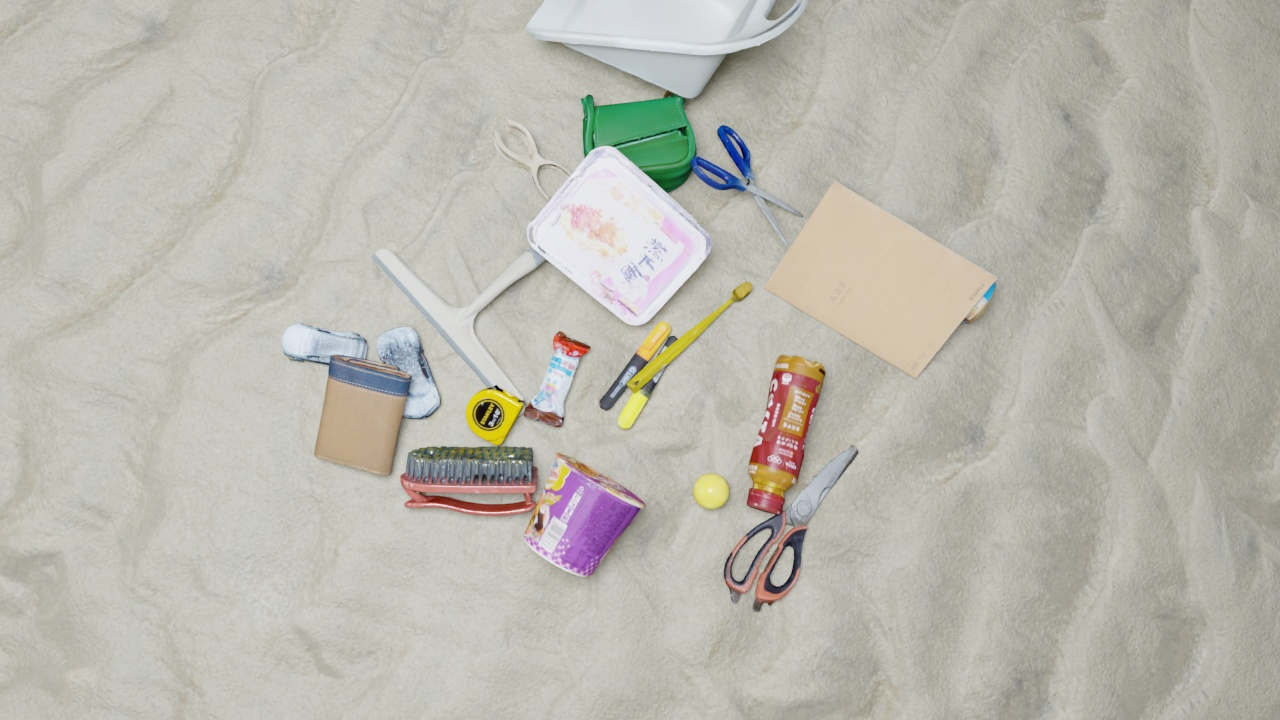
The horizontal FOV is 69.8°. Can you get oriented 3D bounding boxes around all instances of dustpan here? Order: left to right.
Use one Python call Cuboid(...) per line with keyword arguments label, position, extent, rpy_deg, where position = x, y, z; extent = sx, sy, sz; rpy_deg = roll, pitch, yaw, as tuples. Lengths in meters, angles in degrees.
Cuboid(label="dustpan", position=(0.045, -0.416, 1.020), extent=(0.257, 0.143, 0.222), rpy_deg=(28, 60, -7))

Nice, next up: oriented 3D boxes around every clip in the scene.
Cuboid(label="clip", position=(-0.126, -0.232, 1.055), extent=(0.100, 0.035, 0.076), rpy_deg=(46, 79, -3))

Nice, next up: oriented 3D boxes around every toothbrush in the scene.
Cuboid(label="toothbrush", position=(0.059, -0.029, 1.045), extent=(0.189, 0.017, 0.015), rpy_deg=(-41, 89, -15))

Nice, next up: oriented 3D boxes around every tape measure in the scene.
Cuboid(label="tape measure", position=(-0.162, 0.058, 1.011), extent=(0.057, 0.029, 0.060), rpy_deg=(30, 99, -1))

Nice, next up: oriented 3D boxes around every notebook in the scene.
Cuboid(label="notebook", position=(0.270, -0.088, 1.046), extent=(0.211, 0.012, 0.150), rpy_deg=(31, 117, -1))

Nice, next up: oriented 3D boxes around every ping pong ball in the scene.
Cuboid(label="ping pong ball", position=(0.079, 0.146, 1.020), extent=(0.040, 0.040, 0.040), rpy_deg=(1, 82, -6))

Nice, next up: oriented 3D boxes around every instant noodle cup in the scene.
Cuboid(label="instant noodle cup", position=(-0.065, 0.167, 0.975), extent=(0.111, 0.111, 0.099), rpy_deg=(29, 90, -1))
Cuboid(label="instant noodle cup", position=(-0.024, -0.139, 1.007), extent=(0.173, 0.060, 0.138), rpy_deg=(38, 102, -23))

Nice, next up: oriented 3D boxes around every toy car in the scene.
Cuboid(label="toy car", position=(-0.346, -0.016, 1.002), extent=(0.090, 0.034, 0.043), rpy_deg=(11, 85, -3))
Cuboid(label="toy car", position=(-0.255, 0.014, 1.008), extent=(0.049, 0.031, 0.105), rpy_deg=(-21, 87, -6))

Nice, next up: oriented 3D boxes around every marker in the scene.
Cuboid(label="marker", position=(-0.006, 0.006, 1.044), extent=(0.018, 0.015, 0.123), rpy_deg=(37, 83, 6))
Cuboid(label="marker", position=(0.010, 0.024, 1.044), extent=(0.018, 0.015, 0.124), rpy_deg=(32, 77, -2))

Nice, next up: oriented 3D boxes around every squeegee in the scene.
Cuboid(label="squeegee", position=(-0.129, -0.106, 1.034), extent=(0.246, 0.039, 0.246), rpy_deg=(-41, 88, -10))

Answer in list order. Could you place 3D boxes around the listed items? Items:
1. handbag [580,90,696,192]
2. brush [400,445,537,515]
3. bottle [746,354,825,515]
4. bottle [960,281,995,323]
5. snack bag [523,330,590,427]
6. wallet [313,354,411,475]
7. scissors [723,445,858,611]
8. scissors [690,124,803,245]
Cuboid(label="handbag", position=(-0.002, -0.254, 1.058), extent=(0.131, 0.068, 0.120), rpy_deg=(-7, 75, -6))
Cuboid(label="brush", position=(-0.184, 0.131, 0.986), extent=(0.146, 0.063, 0.069), rpy_deg=(1, 103, -5))
Cuboid(label="bottle", position=(0.160, 0.084, 1.029), extent=(0.057, 0.057, 0.174), rpy_deg=(17, 81, -4))
Cuboid(label="bottle", position=(0.303, -0.119, 1.068), extent=(0.218, 0.065, 0.065), rpy_deg=(29, 80, -1))
Cuboid(label="snack bag", position=(-0.093, 0.021, 1.027), extent=(0.045, 0.026, 0.105), rpy_deg=(21, 83, -8))
Cuboid(label="wallet", position=(-0.298, 0.058, 0.981), extent=(0.090, 0.033, 0.115), rpy_deg=(14, 99, 2))
Cuboid(label="scissors", position=(0.187, 0.189, 1.039), extent=(0.210, 0.015, 0.177), rpy_deg=(-13, 82, -7))
Cuboid(label="scissors", position=(0.121, -0.205, 1.055), extent=(0.162, 0.012, 0.175), rpy_deg=(0, 60, -42))
